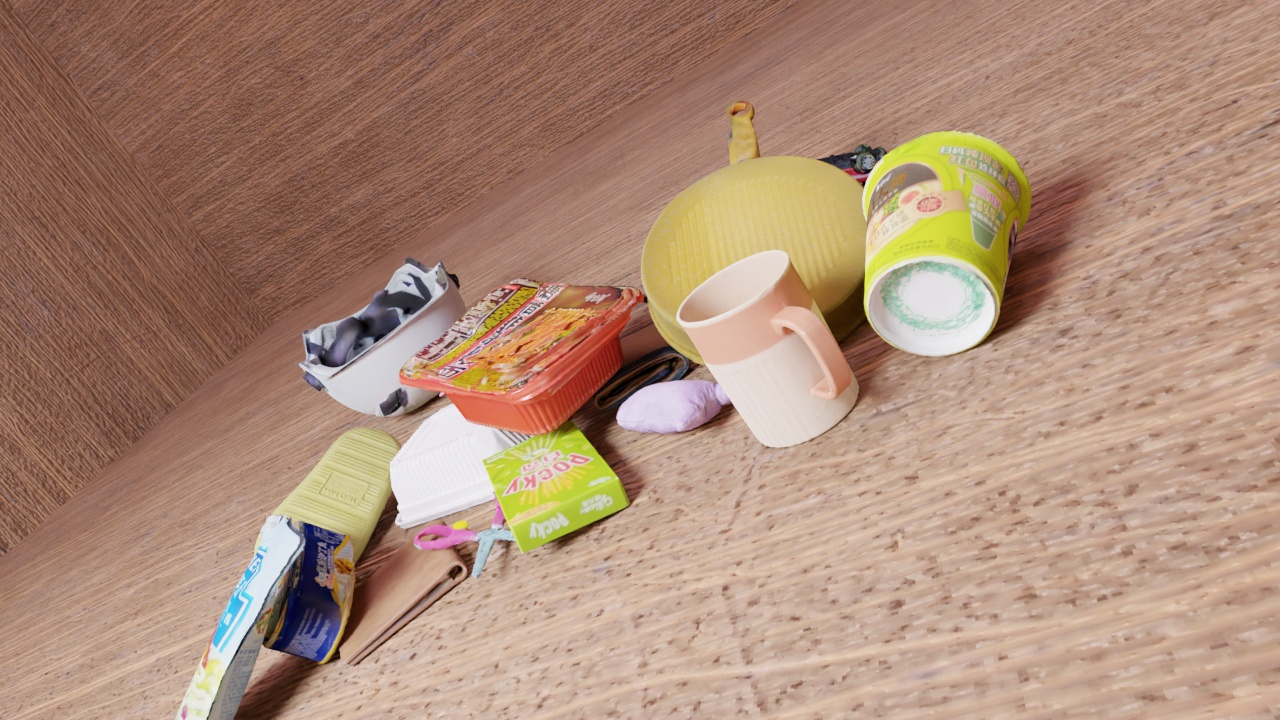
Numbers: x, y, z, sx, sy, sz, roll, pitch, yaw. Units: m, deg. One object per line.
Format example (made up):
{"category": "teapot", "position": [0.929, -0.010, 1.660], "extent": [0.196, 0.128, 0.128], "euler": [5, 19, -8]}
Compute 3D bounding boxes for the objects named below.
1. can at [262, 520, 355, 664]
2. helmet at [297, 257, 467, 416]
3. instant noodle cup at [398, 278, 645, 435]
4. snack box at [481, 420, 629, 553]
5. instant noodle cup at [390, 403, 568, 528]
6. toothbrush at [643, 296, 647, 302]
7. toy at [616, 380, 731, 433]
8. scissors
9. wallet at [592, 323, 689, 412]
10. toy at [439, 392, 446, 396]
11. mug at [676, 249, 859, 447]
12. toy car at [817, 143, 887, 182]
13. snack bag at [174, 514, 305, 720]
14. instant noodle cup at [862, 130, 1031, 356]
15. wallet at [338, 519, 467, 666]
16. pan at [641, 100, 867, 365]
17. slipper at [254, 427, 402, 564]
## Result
{"category": "can", "position": [-0.273, 0.187, 0.756], "extent": [0.075, 0.049, 0.148], "euler": [-61, 24, 8]}
{"category": "helmet", "position": [-0.314, -0.011, 1.200], "extent": [0.228, 0.146, 0.259], "euler": [-41, 29, -15]}
{"category": "instant noodle cup", "position": [-0.094, -0.003, 0.787], "extent": [0.189, 0.079, 0.164], "euler": [5, 37, 44]}
{"category": "snack box", "position": [-0.071, 0.093, 0.714], "extent": [0.085, 0.026, 0.156], "euler": [-24, 18, -10]}
{"category": "instant noodle cup", "position": [-0.161, 0.080, 0.868], "extent": [0.174, 0.060, 0.137], "euler": [-23, 22, 31]}
{"category": "toothbrush", "position": [-0.015, -0.074, 1.066], "extent": [0.014, 0.018, 0.189], "euler": [-43, 20, -19]}
{"category": "toy", "position": [0.026, 0.034, 0.708], "extent": [0.083, 0.039, 0.108], "euler": [-26, 8, -35]}
{"category": "scissors", "position": [-0.115, 0.132, 0.719], "extent": [0.134, 0.017, 0.130], "euler": [-3, 21, 35]}
{"category": "wallet", "position": [-0.005, 0.005, 0.839], "extent": [0.090, 0.033, 0.115], "euler": [-30, 19, 3]}
{"category": "toy", "position": [-0.133, -0.002, 0.983], "extent": [0.178, 0.074, 0.194], "euler": [-21, 10, 2]}
{"category": "mug", "position": [0.092, -0.005, 0.592], "extent": [0.081, 0.106, 0.115], "euler": [-40, 20, -16]}
{"category": "toy car", "position": [0.199, -0.193, 0.960], "extent": [0.121, 0.045, 0.052], "euler": [-11, 24, 17]}
{"category": "snack bag", "position": [-0.301, 0.207, 0.690], "extent": [0.191, 0.039, 0.110], "euler": [-69, 17, -6]}
{"category": "instant noodle cup", "position": [0.194, -0.070, 0.599], "extent": [0.112, 0.112, 0.123], "euler": [-19, 31, 36]}
{"category": "wallet", "position": [-0.194, 0.184, 0.736], "extent": [0.115, 0.020, 0.101], "euler": [-40, 21, -9]}
{"category": "pan", "position": [0.097, -0.135, 0.793], "extent": [0.198, 0.078, 0.356], "euler": [-13, 52, 12]}
{"category": "slipper", "position": [-0.296, 0.153, 0.901], "extent": [0.082, 0.091, 0.190], "euler": [108, -175, -49]}
